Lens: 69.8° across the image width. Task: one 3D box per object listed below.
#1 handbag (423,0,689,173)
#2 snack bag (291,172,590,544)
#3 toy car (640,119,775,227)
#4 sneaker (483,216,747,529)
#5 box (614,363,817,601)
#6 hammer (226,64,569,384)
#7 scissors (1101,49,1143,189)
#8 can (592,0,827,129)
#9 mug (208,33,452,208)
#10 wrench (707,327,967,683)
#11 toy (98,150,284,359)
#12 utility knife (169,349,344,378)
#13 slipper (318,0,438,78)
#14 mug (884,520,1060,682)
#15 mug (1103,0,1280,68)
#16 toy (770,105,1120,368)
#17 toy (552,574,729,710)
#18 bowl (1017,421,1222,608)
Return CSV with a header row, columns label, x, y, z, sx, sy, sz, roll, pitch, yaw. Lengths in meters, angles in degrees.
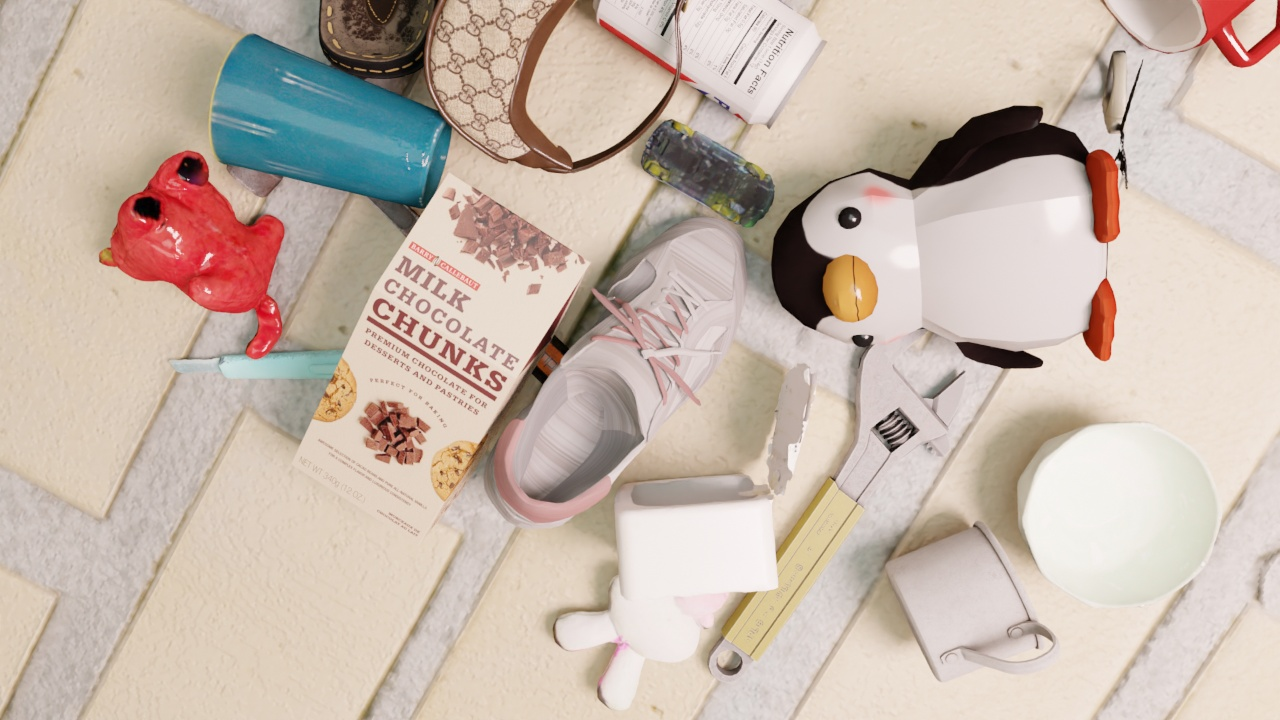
label,x,y,z,sx,sy,sz,roll,pitch,yaw
handbag,-0.041,-0.188,0.526,0.138,0.063,0.167,29,113,-18
snack bag,-0.119,-0.001,0.559,0.094,0.069,0.207,33,114,-1
toy car,0.044,-0.120,0.591,0.090,0.027,0.039,31,93,1
sneaker,-0.003,0.003,0.550,0.099,0.089,0.236,38,79,-8
box,0.056,0.067,0.569,0.152,0.107,0.132,-6,94,0
hammer,-0.109,-0.067,0.602,0.314,0.035,0.138,44,95,-2
scissors,0.275,-0.120,0.534,0.013,0.170,0.158,5,134,22
can,0.042,-0.205,0.563,0.132,0.070,0.070,34,96,0
mug,-0.179,-0.136,0.545,0.121,0.078,0.078,17,96,-6
wrench,0.124,0.101,0.612,0.083,0.018,0.273,34,96,-1
toy,-0.288,-0.061,0.606,0.094,0.087,0.133,-17,117,36
utility knife,-0.253,0.004,0.624,0.141,0.015,0.022,-1,114,3
slipper,-0.142,-0.303,0.549,0.113,0.076,0.267,11,85,2
mug,0.204,0.158,0.567,0.070,0.113,0.084,-24,109,7
mug,0.346,-0.235,0.541,0.096,0.080,0.116,-41,99,6
toy,0.173,-0.070,0.556,0.184,0.139,0.159,-6,119,15
toy,0.004,0.176,0.615,0.123,0.038,0.079,-35,93,12
bowl,0.292,0.092,0.581,0.117,0.061,0.117,0,94,3
